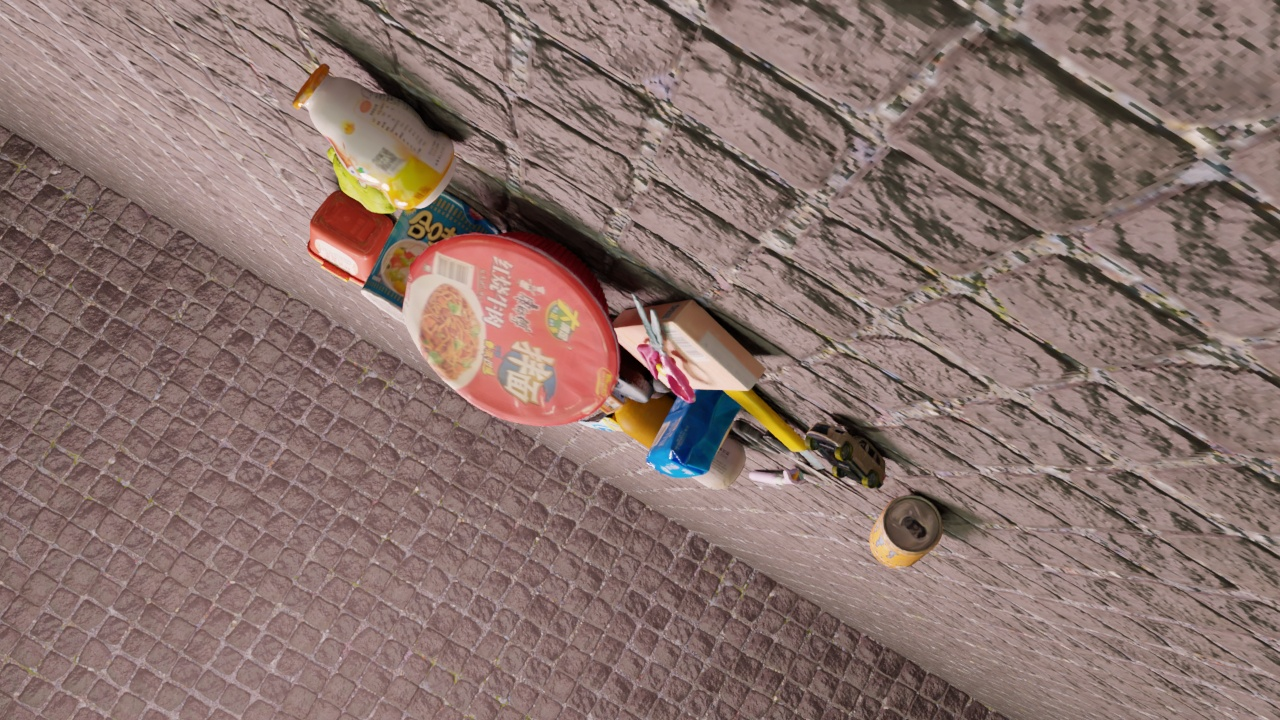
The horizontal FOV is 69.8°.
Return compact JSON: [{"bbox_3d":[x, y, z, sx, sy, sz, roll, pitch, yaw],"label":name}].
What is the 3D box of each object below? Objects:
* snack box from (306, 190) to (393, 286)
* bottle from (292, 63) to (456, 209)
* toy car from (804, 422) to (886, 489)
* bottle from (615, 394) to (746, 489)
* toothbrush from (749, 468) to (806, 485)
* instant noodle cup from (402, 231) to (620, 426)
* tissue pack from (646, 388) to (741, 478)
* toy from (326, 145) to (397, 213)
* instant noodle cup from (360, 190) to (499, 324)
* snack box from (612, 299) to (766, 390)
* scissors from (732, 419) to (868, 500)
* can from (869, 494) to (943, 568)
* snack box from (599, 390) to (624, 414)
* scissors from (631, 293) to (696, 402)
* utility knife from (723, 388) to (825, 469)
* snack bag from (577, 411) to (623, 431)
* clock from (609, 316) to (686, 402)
[{"bbox_3d":[-0.321,-0.137,1.022,0.091,0.081,0.080,30,159,-2],"label":"snack box"},{"bbox_3d":[-0.181,-0.154,0.628,0.108,0.063,0.063,37,167,-31],"label":"bottle"},{"bbox_3d":[0.178,0.080,0.794,0.042,0.035,0.090,14,160,50],"label":"toy car"},{"bbox_3d":[0.036,0.082,1.084,0.189,0.068,0.068,34,169,-15],"label":"bottle"},{"bbox_3d":[0.167,0.146,1.159,0.029,0.021,0.189,30,170,-5],"label":"toothbrush"},{"bbox_3d":[-0.099,-0.037,0.768,0.194,0.065,0.194,12,132,14],"label":"instant noodle cup"},{"bbox_3d":[0.055,0.072,0.932,0.052,0.094,0.157,30,167,-4],"label":"tissue pack"},{"bbox_3d":[-0.245,-0.162,0.822,0.100,0.031,0.097,37,157,28],"label":"toy"},{"bbox_3d":[-0.192,-0.087,0.822,0.099,0.109,0.099,30,169,6],"label":"instant noodle cup"},{"bbox_3d":[0.033,-0.010,0.770,0.084,0.026,0.157,42,166,-16],"label":"snack box"},{"bbox_3d":[0.173,0.107,0.998,0.171,0.014,0.159,24,170,19],"label":"scissors"},{"bbox_3d":[0.266,0.175,0.925,0.058,0.058,0.146,27,168,17],"label":"can"},{"bbox_3d":[-0.073,-0.013,0.938,0.026,0.075,0.153,-30,130,27],"label":"snack box"},{"bbox_3d":[0.007,-0.017,0.734,0.077,0.017,0.138,39,165,37],"label":"scissors"},{"bbox_3d":[0.122,0.054,0.868,0.193,0.015,0.033,42,165,-32],"label":"utility knife"},{"bbox_3d":[-0.020,0.075,1.207,0.110,0.039,0.191,-8,176,-16],"label":"snack bag"},{"bbox_3d":[-0.005,0.005,0.890,0.122,0.055,0.082,30,168,-2],"label":"clock"}]
